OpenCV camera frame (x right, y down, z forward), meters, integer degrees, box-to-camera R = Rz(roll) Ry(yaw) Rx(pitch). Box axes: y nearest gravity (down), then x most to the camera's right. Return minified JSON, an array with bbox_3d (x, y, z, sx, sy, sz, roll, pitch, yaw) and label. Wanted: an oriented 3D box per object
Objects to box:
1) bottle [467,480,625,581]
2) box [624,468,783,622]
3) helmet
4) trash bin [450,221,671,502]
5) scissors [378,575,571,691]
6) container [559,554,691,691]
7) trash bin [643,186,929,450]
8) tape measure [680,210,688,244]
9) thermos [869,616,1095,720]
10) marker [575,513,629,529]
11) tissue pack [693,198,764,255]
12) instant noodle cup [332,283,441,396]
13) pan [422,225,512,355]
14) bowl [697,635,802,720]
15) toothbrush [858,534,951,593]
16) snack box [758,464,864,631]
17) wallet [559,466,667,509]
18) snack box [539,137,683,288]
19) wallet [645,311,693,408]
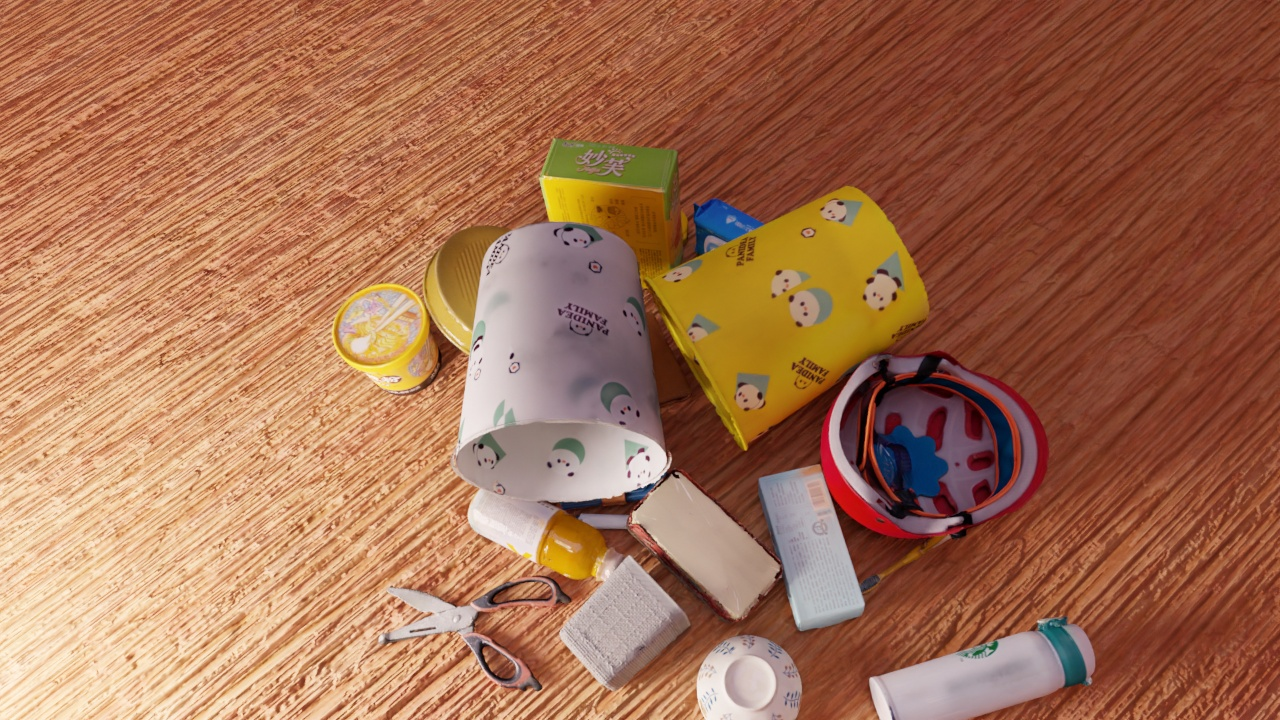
[{"bbox_3d":[-0.108,0.202,1.061,0.189,0.068,0.067,23,68,16],"label":"bottle"},{"bbox_3d":[0.069,0.206,1.017,0.168,0.080,0.091,42,74,10],"label":"box"},{"bbox_3d":[0.311,0.105,1.030,0.240,0.144,0.206,4,66,-9],"label":"helmet"},{"bbox_3d":[-0.088,0.001,1.017,0.229,0.230,0.251,-5,62,3],"label":"trash bin"},{"bbox_3d":[-0.187,0.300,1.050,0.226,0.015,0.188,40,74,21],"label":"scissors"},{"bbox_3d":[-0.018,0.290,0.999,0.114,0.090,0.090,-43,66,-11],"label":"container"},{"bbox_3d":[0.170,-0.057,1.053,0.255,0.230,0.229,-30,64,0],"label":"trash bin"},{"bbox_3d":[0.037,-0.186,1.264,0.060,0.029,0.057,4,63,7],"label":"tape measure"},{"bbox_3d":[0.355,0.327,0.951,0.224,0.073,0.073,-16,63,-3],"label":"thermos"},{"bbox_3d":[-0.012,0.193,1.085,0.131,0.018,0.022,0,73,5],"label":"marker"},{"bbox_3d":[0.133,-0.146,1.198,0.157,0.095,0.052,32,71,17],"label":"tissue pack"},{"bbox_3d":[-0.314,-0.020,1.169,0.118,0.114,0.118,-2,63,4],"label":"instant noodle cup"},{"bbox_3d":[-0.162,-0.007,1.154,0.197,0.078,0.357,-2,62,-34],"label":"pan"},{"bbox_3d":[0.115,0.344,0.972,0.113,0.062,0.113,-3,62,5],"label":"bowl"},{"bbox_3d":[0.323,0.211,1.040,0.191,0.018,0.016,-30,66,-9],"label":"toothbrush"},{"bbox_3d":[0.190,0.209,1.037,0.074,0.052,0.174,-13,62,0],"label":"snack box"},{"bbox_3d":[-0.035,0.126,1.111,0.133,0.040,0.106,-7,58,2],"label":"wallet"},{"bbox_3d":[-0.030,-0.180,1.166,0.158,0.210,0.069,8,60,10],"label":"snack box"},{"bbox_3d":[-0.007,0.007,1.165,0.107,0.031,0.131,-19,62,-14],"label":"wallet"}]
